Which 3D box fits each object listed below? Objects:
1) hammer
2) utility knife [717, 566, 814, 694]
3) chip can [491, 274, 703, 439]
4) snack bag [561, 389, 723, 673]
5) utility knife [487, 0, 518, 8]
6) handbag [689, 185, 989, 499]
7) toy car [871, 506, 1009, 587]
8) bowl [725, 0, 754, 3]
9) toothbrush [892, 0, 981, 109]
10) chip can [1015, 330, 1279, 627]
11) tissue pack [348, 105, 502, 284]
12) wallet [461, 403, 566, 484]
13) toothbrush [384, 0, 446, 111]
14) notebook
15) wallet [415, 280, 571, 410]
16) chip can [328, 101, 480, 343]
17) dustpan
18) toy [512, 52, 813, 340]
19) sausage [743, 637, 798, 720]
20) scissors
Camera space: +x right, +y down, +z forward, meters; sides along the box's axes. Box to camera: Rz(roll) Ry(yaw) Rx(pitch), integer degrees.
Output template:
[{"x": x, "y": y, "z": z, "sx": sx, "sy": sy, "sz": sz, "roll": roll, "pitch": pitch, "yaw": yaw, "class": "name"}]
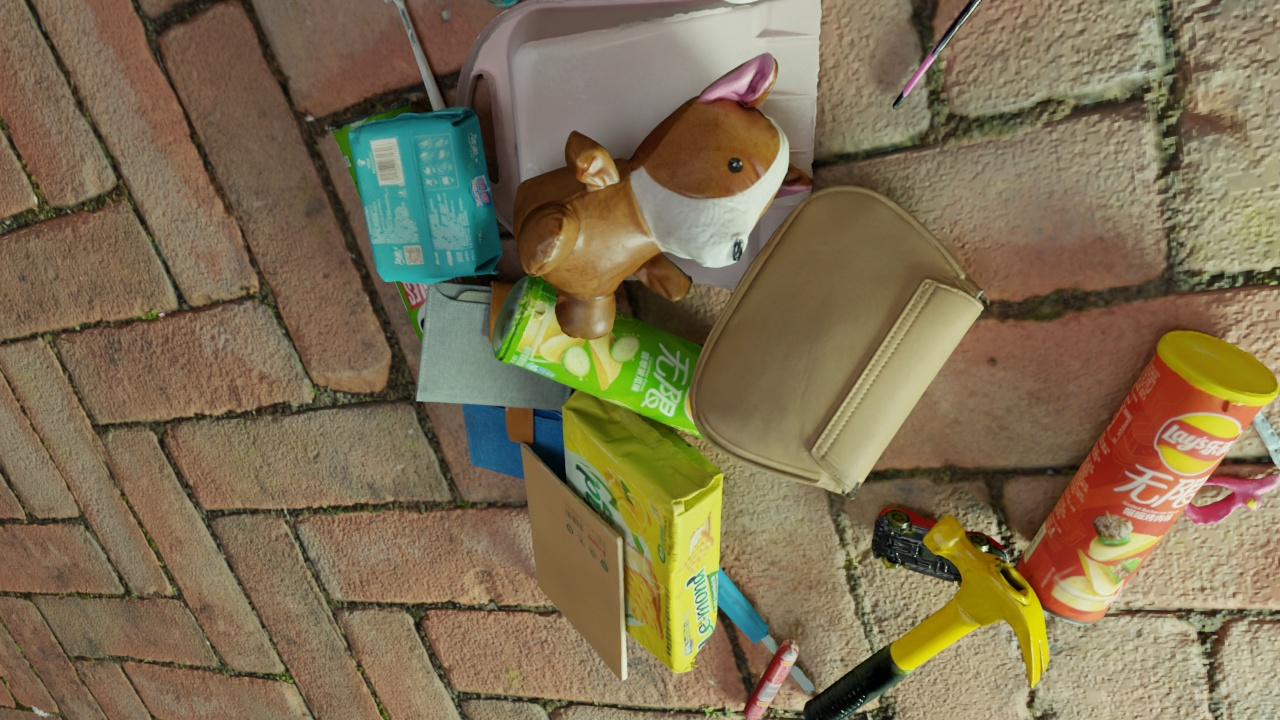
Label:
[{"x": 0.218, "y": 0.247, "z": 0.762, "sx": 0.129, "sy": 0.032, "sz": 0.302, "roll": 47, "pitch": 139, "yaw": 16, "class": "hammer"}, {"x": 0.093, "y": 0.235, "z": 0.859, "sx": 0.218, "sy": 0.018, "sz": 0.034, "roll": 50, "pitch": 138, "yaw": -6, "class": "utility knife"}, {"x": -0.004, "y": 0.004, "z": 0.705, "sx": 0.221, "sy": 0.072, "sz": 0.073, "roll": 22, "pitch": 126, "yaw": -13, "class": "chip can"}, {"x": 0.004, "y": 0.146, "z": 0.790, "sx": 0.158, "sy": 0.068, "sz": 0.247, "roll": 38, "pitch": 141, "yaw": 39, "class": "snack bag"}, {"x": -0.051, "y": -0.300, "z": 0.646, "sx": 0.176, "sy": 0.013, "sz": 0.029, "roll": -25, "pitch": 104, "yaw": 33, "class": "utility knife"}, {"x": 0.130, "y": -0.012, "z": 0.639, "sx": 0.148, "sy": 0.099, "sz": 0.204, "roll": 34, "pitch": 95, "yaw": 11, "class": "handbag"}, {"x": 0.240, "y": 0.151, "z": 0.735, "sx": 0.106, "sy": 0.031, "sz": 0.049, "roll": 14, "pitch": 122, "yaw": 25, "class": "toy car"}, {"x": 0.062, "y": -0.264, "z": 0.571, "sx": 0.118, "sy": 0.118, "sz": 0.065, "roll": 11, "pitch": 157, "yaw": 20, "class": "bowl"}, {"x": 0.215, "y": -0.230, "z": 0.557, "sx": 0.018, "sy": 0.014, "sz": 0.190, "roll": 30, "pitch": 126, "yaw": -6, "class": "toothbrush"}, {"x": 0.337, "y": 0.086, "z": 0.630, "sx": 0.073, "sy": 0.073, "sz": 0.217, "roll": 24, "pitch": 124, "yaw": 12, "class": "chip can"}, {"x": -0.162, "y": -0.122, "z": 0.702, "sx": 0.093, "sy": 0.050, "sz": 0.133, "roll": 0, "pitch": 109, "yaw": 17, "class": "tissue pack"}, {"x": -0.103, "y": 0.070, "z": 0.855, "sx": 0.133, "sy": 0.040, "sz": 0.106, "roll": 12, "pitch": 124, "yaw": 18, "class": "wallet"}, {"x": -0.173, "y": -0.224, "z": 0.744, "sx": 0.016, "sy": 0.016, "sz": 0.180, "roll": -5, "pitch": 113, "yaw": 36, "class": "toothbrush"}, {"x": -0.061, "y": 0.190, "z": 0.853, "sx": 0.148, "sy": 0.008, "sz": 0.208, "roll": 38, "pitch": 143, "yaw": 38, "class": "notebook"}, {"x": -0.117, "y": -0.012, "z": 0.765, "sx": 0.129, "sy": 0.037, "sz": 0.106, "roll": 5, "pitch": 101, "yaw": -18, "class": "wallet"}, {"x": -0.186, "y": -0.097, "z": 0.783, "sx": 0.072, "sy": 0.072, "sz": 0.236, "roll": -8, "pitch": 111, "yaw": 29, "class": "chip can"}, {"x": -0.008, "y": -0.172, "z": 0.698, "sx": 0.273, "sy": 0.138, "sz": 0.223, "roll": -2, "pitch": 117, "yaw": -5, "class": "dustpan"}, {"x": 0.015, "y": -0.101, "z": 0.594, "sx": 0.199, "sy": 0.140, "sz": 0.130, "roll": -30, "pitch": 58, "yaw": 0, "class": "toy"}, {"x": 0.124, "y": 0.304, "z": 0.869, "sx": 0.020, "sy": 0.020, "sz": 0.156, "roll": 26, "pitch": 134, "yaw": 11, "class": "sausage"}, {"x": 0.440, "y": 0.084, "z": 0.617, "sx": 0.134, "sy": 0.017, "sz": 0.134, "roll": -38, "pitch": 92, "yaw": 32, "class": "scissors"}]
